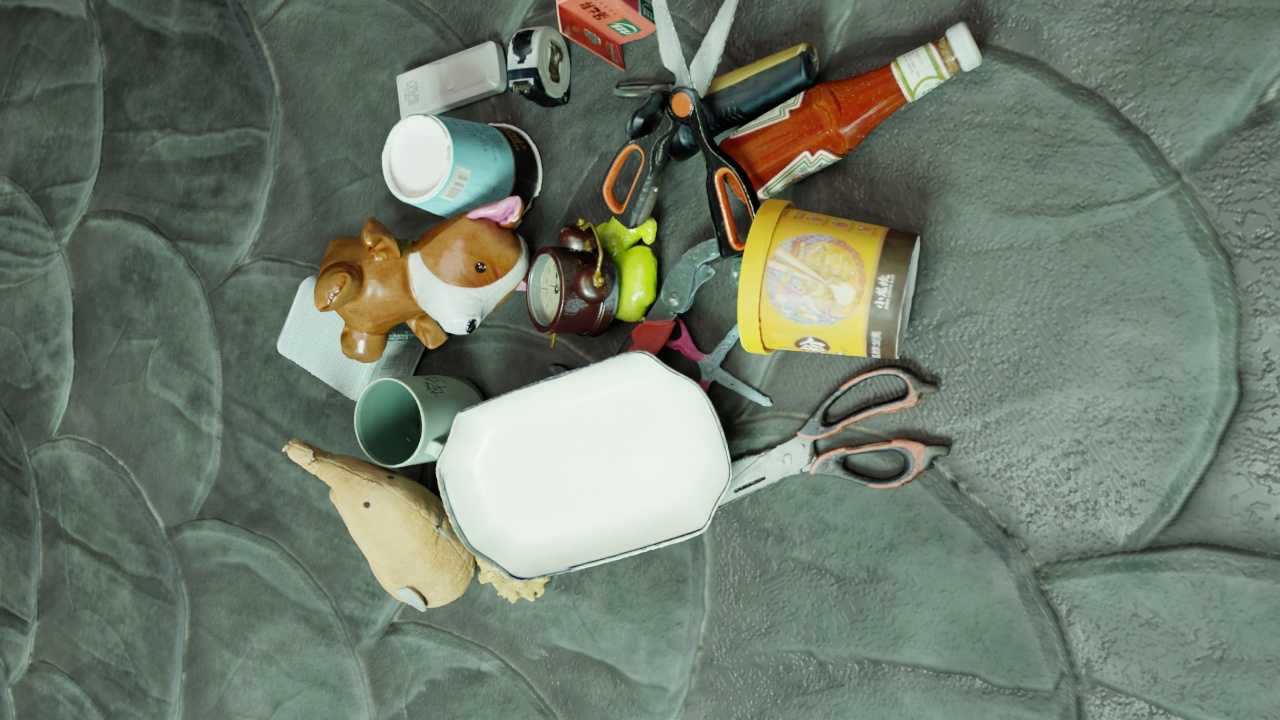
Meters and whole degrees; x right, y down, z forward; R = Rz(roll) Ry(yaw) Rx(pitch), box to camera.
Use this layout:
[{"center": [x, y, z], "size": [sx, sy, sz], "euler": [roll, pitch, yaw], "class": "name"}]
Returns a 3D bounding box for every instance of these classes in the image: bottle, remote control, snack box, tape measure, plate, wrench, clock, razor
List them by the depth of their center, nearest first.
[{"center": [0.157, -0.190, 0.706], "size": [0.206, 0.059, 0.059], "euler": [-25, 79, 25], "class": "bottle"}, {"center": [0.066, -0.212, 0.747], "size": [0.168, 0.062, 0.067], "euler": [-18, 64, 31], "class": "razor"}, {"center": [-0.032, -0.326, 0.772], "size": [0.044, 0.113, 0.127], "euler": [-12, 85, 26], "class": "snack box"}, {"center": [-0.050, 0.090, 0.776], "size": [0.266, 0.034, 0.162], "euler": [-20, 91, 21], "class": "plate"}, {"center": [-0.005, 0.005, 0.786], "size": [0.056, 0.016, 0.274], "euler": [45, 105, 25], "class": "wrench"}, {"center": [-0.056, -0.068, 0.790], "size": [0.122, 0.055, 0.082], "euler": [-53, 48, 47], "class": "clock"}, {"center": [-0.091, -0.268, 0.831], "size": [0.034, 0.065, 0.066], "euler": [2, 94, 23], "class": "tape measure"}, {"center": [-0.188, -0.275, 0.906], "size": [0.125, 0.024, 0.049], "euler": [-10, 86, 28], "class": "remote control"}]

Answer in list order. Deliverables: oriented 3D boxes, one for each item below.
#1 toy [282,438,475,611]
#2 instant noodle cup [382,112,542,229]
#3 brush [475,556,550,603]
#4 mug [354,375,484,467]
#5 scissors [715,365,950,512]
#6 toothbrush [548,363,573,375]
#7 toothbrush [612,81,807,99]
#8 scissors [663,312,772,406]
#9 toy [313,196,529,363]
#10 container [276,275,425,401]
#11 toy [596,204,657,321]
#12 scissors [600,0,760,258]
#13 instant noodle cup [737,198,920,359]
[{"center": [-0.236, 0.145, 0.854], "size": [0.144, 0.082, 0.226], "euler": [0, 132, 27], "class": "toy"}, {"center": [-0.169, -0.176, 0.842], "size": [0.111, 0.120, 0.111], "euler": [0, 91, 28], "class": "instant noodle cup"}, {"center": [-0.065, 0.123, 0.841], "size": [0.255, 0.045, 0.083], "euler": [-51, 58, 14], "class": "brush"}, {"center": [-0.192, 0.062, 0.866], "size": [0.112, 0.106, 0.082], "euler": [32, 104, 24], "class": "mug"}, {"center": [0.141, 0.085, 0.741], "size": [0.199, 0.015, 0.205], "euler": [28, 104, 24], "class": "scissors"}, {"center": [-0.012, 0.042, 0.801], "size": [0.189, 0.016, 0.014], "euler": [27, 95, 31], "class": "toothbrush"}, {"center": [0.054, -0.233, 0.784], "size": [0.181, 0.018, 0.015], "euler": [7, 97, 29], "class": "toothbrush"}, {"center": [0.053, 0.007, 0.784], "size": [0.134, 0.017, 0.133], "euler": [37, 100, 17], "class": "scissors"}, {"center": [-0.185, -0.072, 0.819], "size": [0.199, 0.140, 0.130], "euler": [-18, 60, -7], "class": "toy"}, {"center": [-0.285, -0.020, 0.927], "size": [0.111, 0.089, 0.090], "euler": [32, 105, 20], "class": "container"}, {"center": [-0.014, -0.083, 0.811], "size": [0.097, 0.031, 0.100], "euler": [-37, 68, 35], "class": "toy"}, {"center": [0.039, -0.178, 0.716], "size": [0.227, 0.021, 0.222], "euler": [54, 134, 2], "class": "scissors"}, {"center": [0.143, -0.056, 0.687], "size": [0.114, 0.118, 0.118], "euler": [10, 95, 19], "class": "instant noodle cup"}]
